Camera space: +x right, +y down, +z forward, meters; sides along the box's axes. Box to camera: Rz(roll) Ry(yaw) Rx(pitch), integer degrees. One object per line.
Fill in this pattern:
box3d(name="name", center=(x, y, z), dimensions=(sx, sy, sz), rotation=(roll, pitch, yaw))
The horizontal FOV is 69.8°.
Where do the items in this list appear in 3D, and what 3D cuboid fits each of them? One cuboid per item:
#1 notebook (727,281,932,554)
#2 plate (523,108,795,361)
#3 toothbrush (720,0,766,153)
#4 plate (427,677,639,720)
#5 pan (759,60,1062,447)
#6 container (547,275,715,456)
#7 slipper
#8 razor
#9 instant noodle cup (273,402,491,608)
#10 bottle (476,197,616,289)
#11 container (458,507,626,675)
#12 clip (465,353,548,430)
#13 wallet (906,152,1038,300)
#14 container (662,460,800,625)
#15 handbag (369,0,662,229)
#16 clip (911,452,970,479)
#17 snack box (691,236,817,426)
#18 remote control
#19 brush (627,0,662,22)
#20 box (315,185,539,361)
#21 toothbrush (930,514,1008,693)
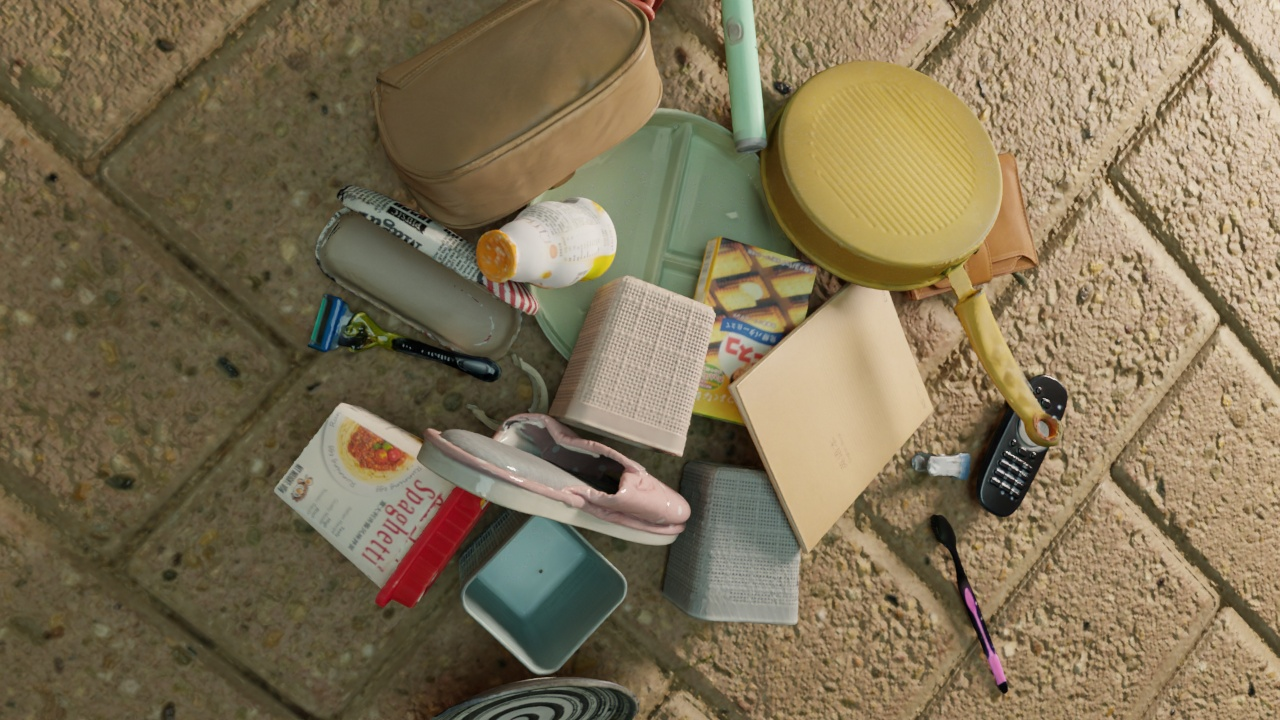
box3d(name="notebook", center=(0.162, 0.031, 0.738), dimensions=(0.210, 0.012, 0.149), rotation=(-37, 110, -36))
box3d(name="plate", center=(0.016, -0.085, 0.740), dimensions=(0.230, 0.027, 0.230), rotation=(0, 91, -15))
box3d(name="toothbrush", center=(0.079, -0.277, 0.740), dimensions=(0.026, 0.027, 0.224), rotation=(-8, 82, 25))
box3d(name="plate", center=(-0.089, 0.267, 0.675), dimensions=(0.179, 0.180, 0.024), rotation=(-5, 50, -14))
box3d(name="pan", center=(0.240, -0.084, 0.746), dimensions=(0.197, 0.078, 0.357), rotation=(-33, 80, -20))
box3d(name="container", center=(-0.004, 0.004, 0.678), dimensions=(0.090, 0.090, 0.111), rotation=(20, 82, -14))
box3d(name="slipper", center=(-0.045, 0.078, 0.631), dimensions=(0.274, 0.114, 0.054), rotation=(27, 87, -57))
box3d(name="razor", center=(-0.172, -0.011, 0.686), dimensions=(0.143, 0.022, 0.042), rotation=(16, 94, -2))
box3d(name="instant noodle cup", center=(-0.180, 0.097, 0.657), dimensions=(0.124, 0.117, 0.116), rotation=(35, 83, -1))
box3d(name="bottle", center=(-0.067, -0.081, 0.651), dimensions=(0.108, 0.063, 0.063), rotation=(-22, 99, -52))
box3d(name="container", center=(-0.079, 0.157, 0.679), dimensions=(0.090, 0.111, 0.090), rotation=(-45, 102, -9))
box3d(name="clip", center=(-0.082, 0.034, 0.714), dimensions=(0.099, 0.035, 0.098), rotation=(13, 90, -19))
box3d(name="wallet", center=(0.282, -0.111, 0.808), dimensions=(0.130, 0.035, 0.119), rotation=(-16, 90, -13))
box3d(name="container", center=(0.076, 0.142, 0.732), dimensions=(0.090, 0.090, 0.114), rotation=(8, 87, -15))
box3d(name="handbag", center=(-0.089, -0.186, 0.666), dimensions=(0.204, 0.100, 0.147), rotation=(-34, 60, -10))
box3d(name="clip", center=(0.271, 0.093, 0.815), dimensions=(0.057, 0.028, 0.024), rotation=(8, 91, -24))
box3d(name="snack box", center=(0.081, -0.020, 0.729), dimensions=(0.087, 0.034, 0.140), rotation=(15, 90, -15))
box3d(name="remote control", center=(0.342, 0.076, 0.830), dimensions=(0.053, 0.024, 0.136), rotation=(30, 83, -12))
box3d(name="brush", center=(-0.041, -0.319, 0.699), dimensions=(0.146, 0.063, 0.069), rotation=(29, 71, -12))
box3d(name="box", center=(-0.155, -0.062, 0.667), dimensions=(0.162, 0.086, 0.075), rotation=(33, 79, -11))
box3d(name="toothbrush", center=(0.299, 0.222, 0.832), dimensions=(0.014, 0.018, 0.189), rotation=(-26, 101, -12))
